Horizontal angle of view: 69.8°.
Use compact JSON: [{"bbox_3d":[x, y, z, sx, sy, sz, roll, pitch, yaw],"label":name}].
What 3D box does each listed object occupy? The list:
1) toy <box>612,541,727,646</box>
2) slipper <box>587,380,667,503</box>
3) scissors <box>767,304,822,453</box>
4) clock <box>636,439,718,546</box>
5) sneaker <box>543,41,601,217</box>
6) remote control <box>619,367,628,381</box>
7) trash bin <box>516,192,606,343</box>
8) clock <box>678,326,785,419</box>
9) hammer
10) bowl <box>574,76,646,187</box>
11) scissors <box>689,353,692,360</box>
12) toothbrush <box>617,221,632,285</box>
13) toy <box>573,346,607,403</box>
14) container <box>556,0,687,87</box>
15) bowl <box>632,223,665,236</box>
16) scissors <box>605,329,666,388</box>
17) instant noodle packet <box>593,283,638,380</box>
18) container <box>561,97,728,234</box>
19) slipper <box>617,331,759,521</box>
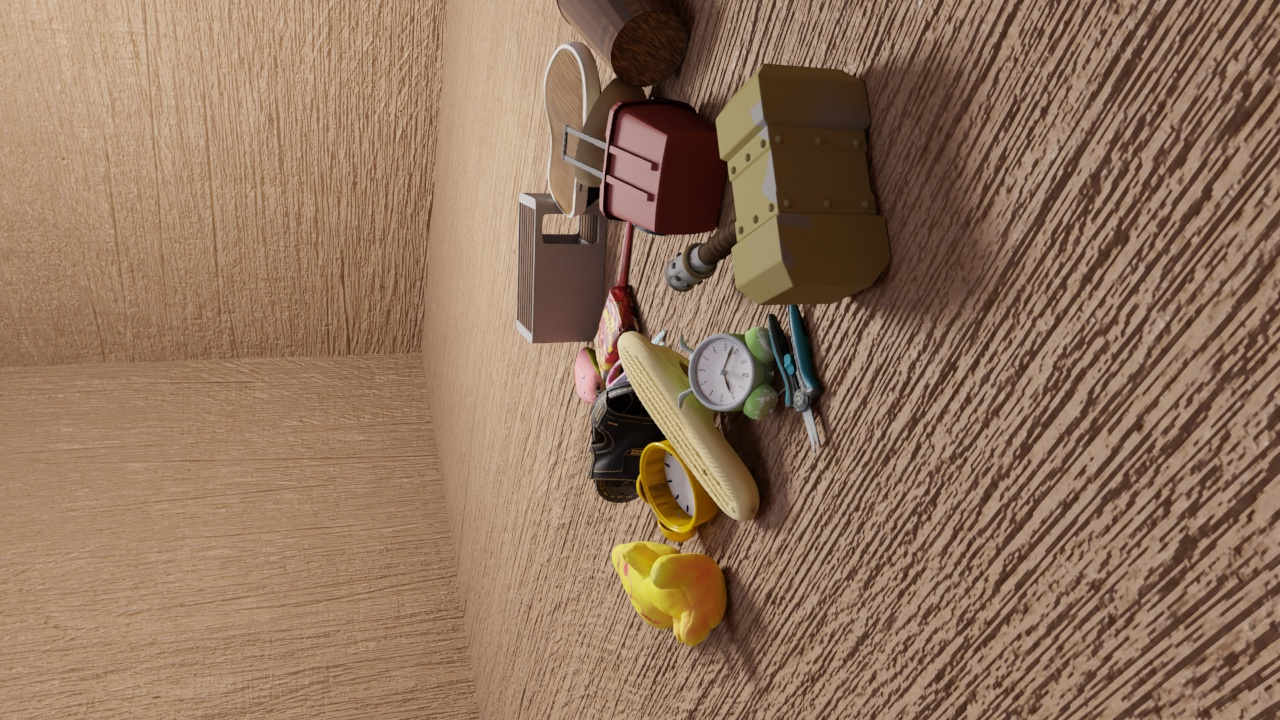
[{"bbox_3d":[0.034,0.270,1.126,0.134,0.087,0.194,57,160,-1],"label":"toy"},{"bbox_3d":[-0.013,0.121,1.205,0.269,0.113,0.075,103,168,-48],"label":"slipper"},{"bbox_3d":[0.148,0.012,0.881,0.142,0.019,0.128,45,128,53],"label":"scissors"},{"bbox_3d":[0.044,0.157,1.118,0.113,0.051,0.152,56,145,25],"label":"clock"},{"bbox_3d":[-0.065,-0.334,1.296,0.120,0.127,0.295,52,159,23],"label":"sneaker"},{"bbox_3d":[-0.022,0.084,1.362,0.047,0.022,0.150,-120,32,-51],"label":"remote control"},{"bbox_3d":[-0.131,-0.152,1.492,0.114,0.114,0.229,-142,52,-65],"label":"trash bin"},{"bbox_3d":[0.099,0.012,0.943,0.119,0.042,0.094,3,93,37],"label":"clock"},{"bbox_3d":[0.096,-0.124,0.892,0.326,0.100,0.190,150,116,-68],"label":"hammer"},{"bbox_3d":[-0.028,-0.295,1.216,0.152,0.050,0.152,-59,-11,-20],"label":"bowl"},{"bbox_3d":[0.053,0.048,1.168,0.133,0.015,0.135,-140,57,-62],"label":"scissors"},{"bbox_3d":[-0.021,-0.192,1.327,0.016,0.016,0.190,-128,40,-57],"label":"toothbrush"},{"bbox_3d":[-0.074,0.029,1.449,0.110,0.051,0.090,-144,53,-64],"label":"toy"},{"bbox_3d":[-0.019,-0.432,1.150,0.132,0.132,0.167,108,146,-43],"label":"container"},{"bbox_3d":[0.003,-0.220,1.199,0.114,0.060,0.114,176,90,-70],"label":"bowl"},{"bbox_3d":[-0.005,0.024,1.263,0.179,0.016,0.102,-38,41,51],"label":"scissors"},{"bbox_3d":[-0.037,-0.039,1.363,0.136,0.039,0.098,112,156,-51],"label":"instant noodle packet"},{"bbox_3d":[0.007,-0.235,1.087,0.201,0.126,0.148,41,131,51],"label":"container"},{"bbox_3d":[0.067,0.058,1.025,0.261,0.079,0.111,55,166,24],"label":"slipper"}]
